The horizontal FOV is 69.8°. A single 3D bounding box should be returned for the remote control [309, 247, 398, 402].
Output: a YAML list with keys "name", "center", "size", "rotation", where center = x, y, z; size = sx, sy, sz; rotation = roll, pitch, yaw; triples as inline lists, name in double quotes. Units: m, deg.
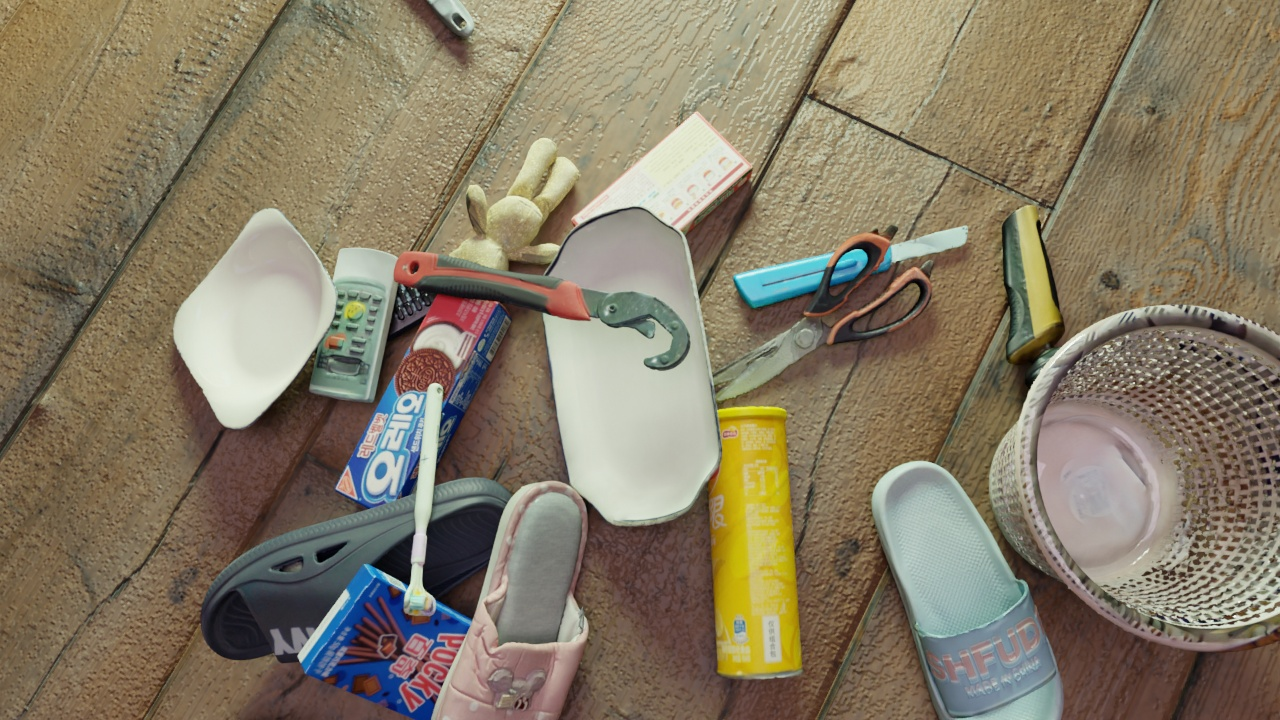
- name: "remote control"
  center: [-0.250, -0.032, 0.807]
  size: [0.056, 0.019, 0.135]
  rotation: [9, 81, 6]

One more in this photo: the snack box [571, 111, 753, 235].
- name: "snack box"
  center: [0.020, -0.149, 0.839]
  size: [0.155, 0.027, 0.077]
  rotation: [-41, 79, -6]

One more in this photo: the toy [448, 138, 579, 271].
- name: "toy"
  center: [-0.114, -0.130, 0.830]
  size: [0.105, 0.066, 0.157]
  rotation: [40, 75, -32]

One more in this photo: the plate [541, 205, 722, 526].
- name: "plate"
  center: [-0.005, 0.005, 0.774]
  size: [0.162, 0.034, 0.265]
  rotation: [-17, 78, 33]

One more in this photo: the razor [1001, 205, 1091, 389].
- name: "razor"
  center: [0.344, -0.054, 0.791]
  size: [0.068, 0.062, 0.167]
  rotation: [-13, 70, 33]

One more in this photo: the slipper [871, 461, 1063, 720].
- name: "slipper"
  center: [0.263, 0.196, 0.732]
  size: [0.104, 0.074, 0.245]
  rotation: [-20, 77, -2]

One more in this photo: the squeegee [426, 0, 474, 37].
- name: "squeegee"
  center: [-0.244, -0.403, 0.900]
  size: [0.248, 0.040, 0.249]
  rotation: [-44, 85, 10]

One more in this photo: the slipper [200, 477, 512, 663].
- name: "slipper"
  center: [-0.221, 0.181, 0.733]
  size: [0.268, 0.111, 0.083]
  rotation: [-22, 40, -6]

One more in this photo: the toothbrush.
- name: "toothbrush"
  center: [-0.167, 0.103, 0.719]
  size: [0.020, 0.029, 0.189]
  rotation: [-21, 56, 31]

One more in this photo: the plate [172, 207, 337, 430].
- name: "plate"
  center: [-0.332, -0.035, 0.810]
  size: [0.164, 0.034, 0.163]
  rotation: [-47, 62, 9]

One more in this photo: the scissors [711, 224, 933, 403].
- name: "scissors"
  center: [0.151, -0.040, 0.807]
  size: [0.205, 0.015, 0.196]
  rotation: [7, 96, -3]

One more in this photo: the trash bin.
- name: "trash bin"
  center: [0.365, 0.092, 0.685]
  size: [0.227, 0.192, 0.227]
  rotation: [-1, 78, 3]

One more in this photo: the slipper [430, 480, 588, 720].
- name: "slipper"
  center: [-0.094, 0.230, 0.726]
  size: [0.055, 0.114, 0.274]
  rotation: [-2, 66, 47]

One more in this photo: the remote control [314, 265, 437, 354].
- name: "remote control"
  center: [-0.234, -0.042, 0.831]
  size: [0.136, 0.024, 0.053]
  rotation: [-28, 80, -1]

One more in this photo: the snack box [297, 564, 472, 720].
- name: "snack box"
  center: [-0.177, 0.231, 0.720]
  size: [0.157, 0.026, 0.084]
  rotation: [41, 80, -35]

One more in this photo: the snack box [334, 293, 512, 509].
- name: "snack box"
  center: [-0.185, 0.037, 0.796]
  size: [0.058, 0.057, 0.207]
  rotation: [24, 81, 10]

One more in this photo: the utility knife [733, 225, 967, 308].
- name: "utility knife"
  center: [0.191, -0.088, 0.823]
  size: [0.216, 0.018, 0.034]
  rotation: [-15, 77, -1]

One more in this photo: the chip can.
- name: "chip can"
  center: [0.092, 0.147, 0.751]
  size: [0.072, 0.072, 0.213]
  rotation: [-3, 78, 2]

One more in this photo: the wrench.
- name: "wrench"
  center: [-0.086, -0.051, 0.756]
  size: [0.274, 0.016, 0.056]
  rotation: [17, 80, 18]
